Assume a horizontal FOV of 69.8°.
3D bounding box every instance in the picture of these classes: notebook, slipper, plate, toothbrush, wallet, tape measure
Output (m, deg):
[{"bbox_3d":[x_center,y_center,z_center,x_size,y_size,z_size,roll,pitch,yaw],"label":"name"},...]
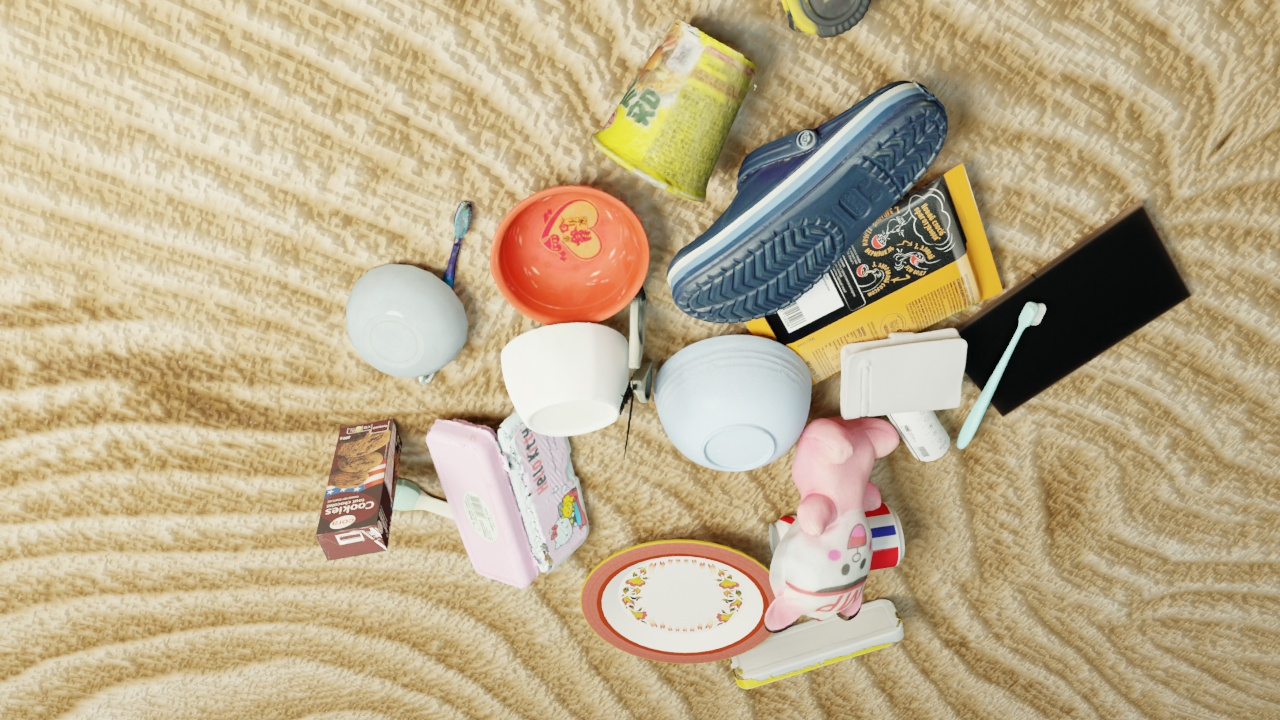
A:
[{"bbox_3d":[0.408,-0.042,0.882,0.209,0.008,0.141,-38,125,18],"label":"notebook"},{"bbox_3d":[0.127,-0.129,0.739,0.253,0.095,0.105,-39,146,14],"label":"slipper"},{"bbox_3d":[0.047,0.270,1.036,0.230,0.021,0.230,2,130,2],"label":"plate"},{"bbox_3d":[0.350,0.019,0.902,0.016,0.016,0.181,-1,128,-22],"label":"toothbrush"},{"bbox_3d":[-0.170,-0.052,0.794,0.016,0.017,0.189,14,122,-12],"label":"toothbrush"},{"bbox_3d":[0.242,0.013,0.857,0.116,0.032,0.086,-5,122,-4],"label":"wallet"},{"bbox_3d":[0.136,-0.271,0.670,0.067,0.038,0.063,-25,117,6],"label":"tape measure"}]

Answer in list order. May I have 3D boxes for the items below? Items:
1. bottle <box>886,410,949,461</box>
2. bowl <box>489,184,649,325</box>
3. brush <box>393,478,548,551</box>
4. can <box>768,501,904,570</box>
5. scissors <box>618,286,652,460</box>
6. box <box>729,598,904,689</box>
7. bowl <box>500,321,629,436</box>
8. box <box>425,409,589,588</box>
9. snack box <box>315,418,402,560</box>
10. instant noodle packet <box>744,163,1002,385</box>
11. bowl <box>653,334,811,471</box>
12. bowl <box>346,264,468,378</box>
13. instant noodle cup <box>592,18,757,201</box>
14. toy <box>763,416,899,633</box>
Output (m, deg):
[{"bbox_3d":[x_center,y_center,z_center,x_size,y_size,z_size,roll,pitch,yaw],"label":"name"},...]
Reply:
[{"bbox_3d":[0.269,0.052,0.915,0.041,0.041,0.116,-31,123,14],"label":"bottle"},{"bbox_3d":[-0.059,-0.093,0.763,0.130,0.045,0.131,-4,126,-5],"label":"bowl"},{"bbox_3d":[-0.182,0.160,0.948,0.217,0.012,0.033,24,118,-25],"label":"brush"},{"bbox_3d":[0.211,0.196,0.992,0.132,0.070,0.070,-8,126,-2],"label":"can"},{"bbox_3d":[-0.003,0.011,0.795,0.012,0.157,0.169,-1,171,8],"label":"scissors"},{"bbox_3d":[0.214,0.352,1.103,0.210,0.084,0.080,-20,118,5],"label":"box"},{"bbox_3d":[-0.063,0.021,0.803,0.116,0.065,0.116,-7,155,-4],"label":"bowl"},{"bbox_3d":[-0.124,0.124,0.911,0.101,0.102,0.202,12,130,29],"label":"box"},{"bbox_3d":[-0.250,0.112,0.823,0.051,0.140,0.032,-10,126,-1],"label":"snack box"},{"bbox_3d":[0.206,-0.063,0.827,0.221,0.032,0.160,-28,131,12],"label":"instant noodle packet"},{"bbox_3d":[0.087,0.054,0.851,0.150,0.074,0.151,0,137,0],"label":"bowl"},{"bbox_3d":[-0.204,-0.026,0.781,0.106,0.039,0.106,3,123,5],"label":"bowl"},{"bbox_3d":[0.030,-0.187,0.683,0.102,0.102,0.108,22,110,-22],"label":"instant noodle cup"},{"bbox_3d":[0.185,0.160,0.901,0.141,0.084,0.213,-1,100,-47],"label":"toy"}]
